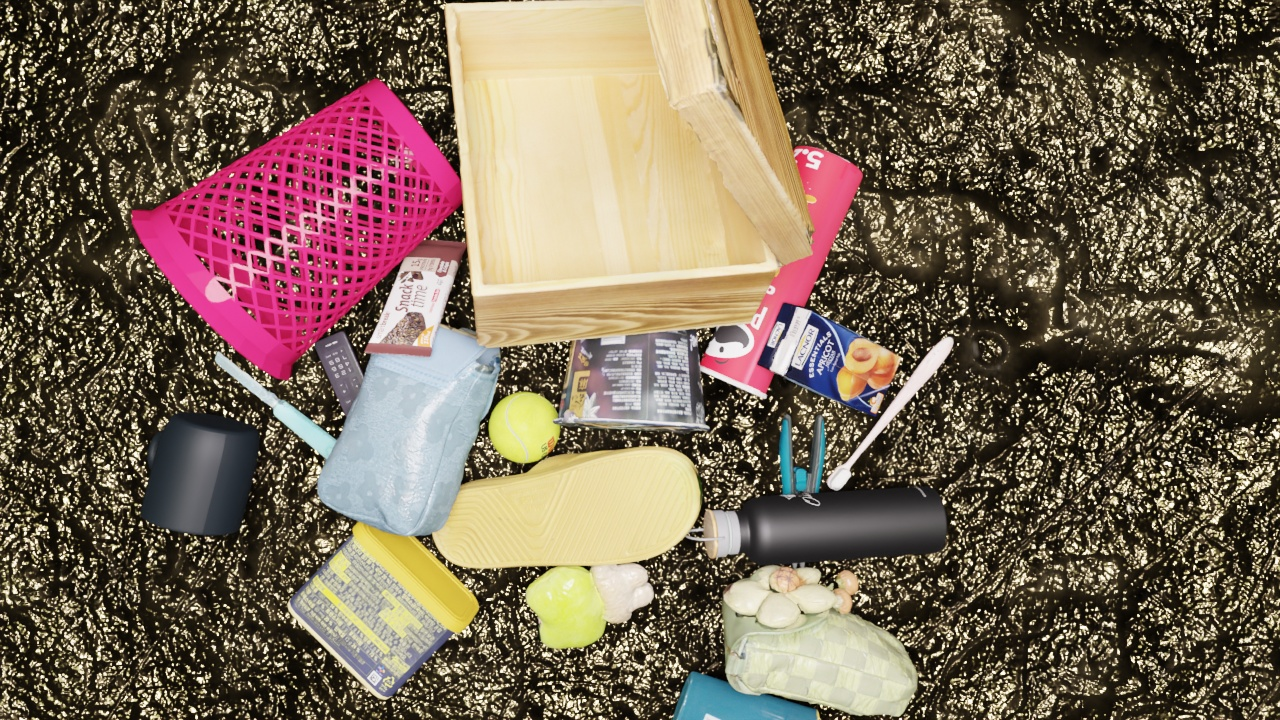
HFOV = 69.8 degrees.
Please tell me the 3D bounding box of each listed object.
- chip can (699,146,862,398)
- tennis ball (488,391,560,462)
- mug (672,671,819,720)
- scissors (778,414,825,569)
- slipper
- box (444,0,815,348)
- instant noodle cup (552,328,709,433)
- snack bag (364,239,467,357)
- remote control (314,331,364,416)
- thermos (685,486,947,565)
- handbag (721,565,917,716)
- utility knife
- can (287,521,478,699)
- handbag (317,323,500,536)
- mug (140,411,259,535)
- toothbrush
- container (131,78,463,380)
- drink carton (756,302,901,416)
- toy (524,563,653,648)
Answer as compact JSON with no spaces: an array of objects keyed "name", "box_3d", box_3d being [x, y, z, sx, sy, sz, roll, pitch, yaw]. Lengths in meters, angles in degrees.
[{"name":"chip can","box_3d":[0.126,-0.080,0.834,0.069,0.069,0.220,24,91,0]},{"name":"tennis ball","box_3d":[-0.106,0.061,0.843,0.065,0.065,0.065,0,91,1]},{"name":"mug","box_3d":[0.093,0.337,0.844,0.121,0.078,0.078,20,91,5]},{"name":"scissors","box_3d":[0.145,0.120,0.862,0.128,0.019,0.140,-42,97,-3]},{"name":"slipper","box_3d":[-0.064,0.137,0.842,0.264,0.078,0.099,-11,91,18]},{"name":"box","box_3d":[0.008,-0.205,0.665,0.282,0.316,0.278,-5,65,-12]},{"name":"instant noodle cup","box_3d":[-0.005,0.005,0.809,0.137,0.137,0.112,3,84,1]},{"name":"snack bag","box_3d":[-0.197,-0.060,0.815,0.057,0.157,0.013,4,134,2]},{"name":"remote control","box_3d":[-0.266,0.040,0.870,0.032,0.015,0.136,-23,93,1]},{"name":"thermos","box_3d":[0.153,0.150,0.824,0.231,0.061,0.061,-2,91,-9]},{"name":"handbag","box_3d":[0.159,0.241,0.818,0.186,0.113,0.117,15,106,-1]},{"name":"utility knife","box_3d":[-0.335,0.051,0.871,0.179,0.016,0.022,39,91,-2]},{"name":"can","box_3d":[-0.237,0.225,0.846,0.135,0.075,0.104,44,94,0]},{"name":"handbag","box_3d":[-0.195,0.058,0.820,0.122,0.118,0.192,16,85,13]},{"name":"mug","box_3d":[-0.414,0.097,0.848,0.122,0.085,0.094,16,91,30]},{"name":"toothbrush","box_3d":[0.236,0.050,0.861,0.015,0.018,0.181,39,91,-1]},{"name":"container","box_3d":[-0.278,-0.124,0.797,0.225,0.183,0.183,-39,90,-6]},{"name":"drink carton","box_3d":[0.169,-0.001,0.817,0.130,0.040,0.064,22,91,-35]},{"name":"toy","box_3d":[-0.046,0.223,0.851,0.115,0.046,0.092,-18,117,-3]}]
